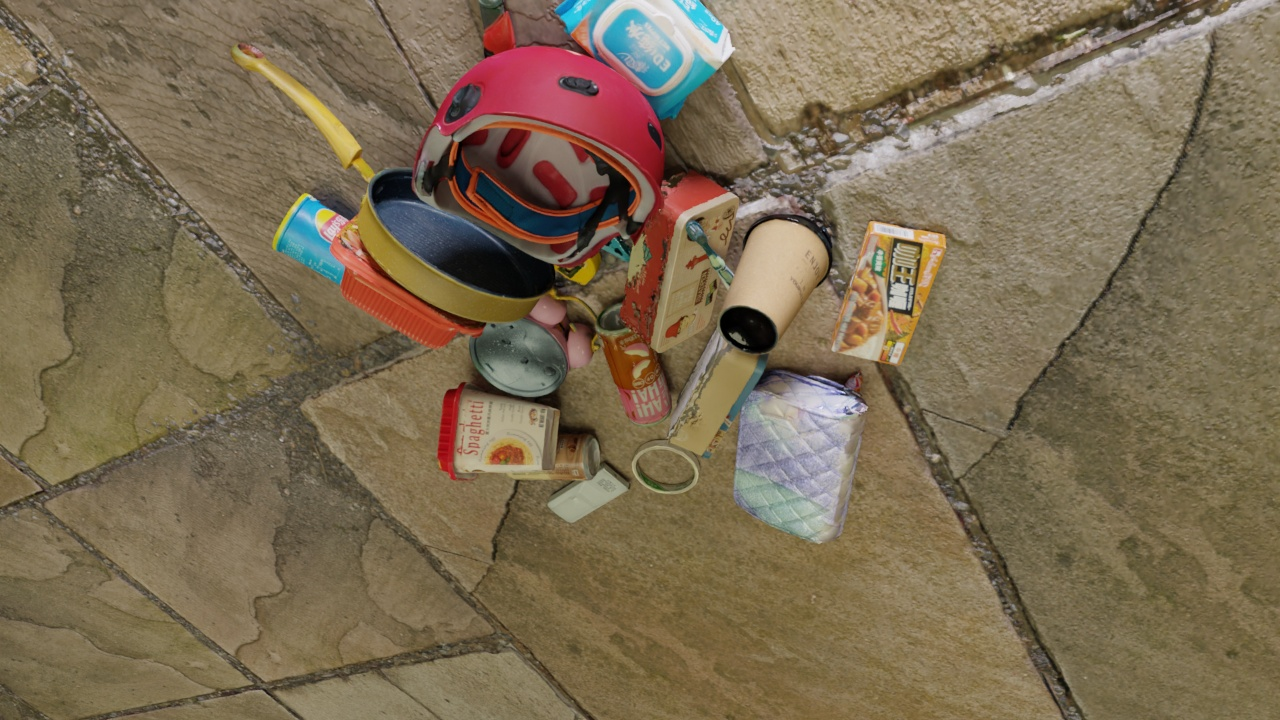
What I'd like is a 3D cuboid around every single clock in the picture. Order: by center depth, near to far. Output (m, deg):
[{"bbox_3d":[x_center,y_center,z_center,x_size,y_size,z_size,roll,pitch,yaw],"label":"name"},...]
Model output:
[{"bbox_3d":[-0.117,-0.026,1.043,0.159,0.059,0.117,-21,120,31],"label":"clock"}]

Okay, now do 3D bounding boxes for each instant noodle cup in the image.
[{"bbox_3d":[-0.224,-0.086,0.933,0.164,0.188,0.079,32,116,-11],"label":"instant noodle cup"},{"bbox_3d":[-0.167,0.089,1.101,0.124,0.116,0.116,3,173,8],"label":"instant noodle cup"}]

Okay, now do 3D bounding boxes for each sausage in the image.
[{"bbox_3d":[0.224,0.069,1.056,0.020,0.020,0.156,17,131,0],"label":"sausage"}]

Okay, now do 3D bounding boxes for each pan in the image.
[{"bbox_3d":[-0.234,-0.167,0.871,0.357,0.197,0.078,32,116,-10],"label":"pan"}]

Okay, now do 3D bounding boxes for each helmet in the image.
[{"bbox_3d":[-0.074,-0.196,0.804,0.206,0.143,0.241,24,157,-32],"label":"helmet"}]

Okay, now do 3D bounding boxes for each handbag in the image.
[{"bbox_3d":[0.181,0.106,1.049,0.134,0.075,0.194,22,131,25],"label":"handbag"}]

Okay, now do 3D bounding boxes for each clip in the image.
[{"bbox_3d":[-0.029,-0.124,0.968,0.054,0.013,0.033,37,129,-16],"label":"clip"}]

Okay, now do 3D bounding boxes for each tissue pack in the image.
[{"bbox_3d":[0.005,-0.283,0.794,0.140,0.063,0.090,40,127,-19],"label":"tissue pack"}]

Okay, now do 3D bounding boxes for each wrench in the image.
[{"bbox_3d":[-0.125,-0.277,0.866,0.056,0.016,0.274,7,130,10],"label":"wrench"}]

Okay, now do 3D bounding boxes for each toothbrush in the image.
[{"bbox_3d":[0.081,-0.090,0.903,0.016,0.018,0.191,-39,151,6],"label":"toothbrush"}]

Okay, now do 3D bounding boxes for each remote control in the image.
[{"bbox_3d":[-0.071,0.179,1.225,0.049,0.024,0.125,40,127,-19],"label":"remote control"}]

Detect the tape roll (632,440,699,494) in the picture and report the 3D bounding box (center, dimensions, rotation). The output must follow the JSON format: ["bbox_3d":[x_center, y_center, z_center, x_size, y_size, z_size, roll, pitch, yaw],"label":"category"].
[{"bbox_3d":[0.032,0.136,1.167,0.086,0.013,0.086,8,130,9],"label":"tape roll"}]

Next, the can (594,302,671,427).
[{"bbox_3d":[-0.006,0.006,1.035,0.058,0.057,0.147,-3,132,17],"label":"can"}]

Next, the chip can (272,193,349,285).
[{"bbox_3d":[-0.295,-0.100,1.022,0.210,0.071,0.071,30,130,-12],"label":"chip can"}]

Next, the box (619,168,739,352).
[{"bbox_3d":[0.029,-0.101,0.917,0.076,0.091,0.169,38,138,28],"label":"box"}]

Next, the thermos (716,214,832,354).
[{"bbox_3d":[0.128,-0.075,0.891,0.093,0.142,0.093,17,138,16],"label":"thermos"}]

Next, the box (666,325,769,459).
[{"bbox_3d":[0.088,0.022,1.008,0.060,0.089,0.185,24,136,-4],"label":"box"}]

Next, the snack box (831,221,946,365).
[{"bbox_3d":[0.249,-0.066,0.933,0.075,0.026,0.154,12,131,4],"label":"snack box"}]

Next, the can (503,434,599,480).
[{"bbox_3d":[-0.114,0.123,1.166,0.116,0.058,0.058,-1,128,16],"label":"can"}]

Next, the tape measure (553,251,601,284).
[{"bbox_3d":[-0.072,-0.107,0.976,0.060,0.028,0.057,33,147,-13],"label":"tape measure"}]
